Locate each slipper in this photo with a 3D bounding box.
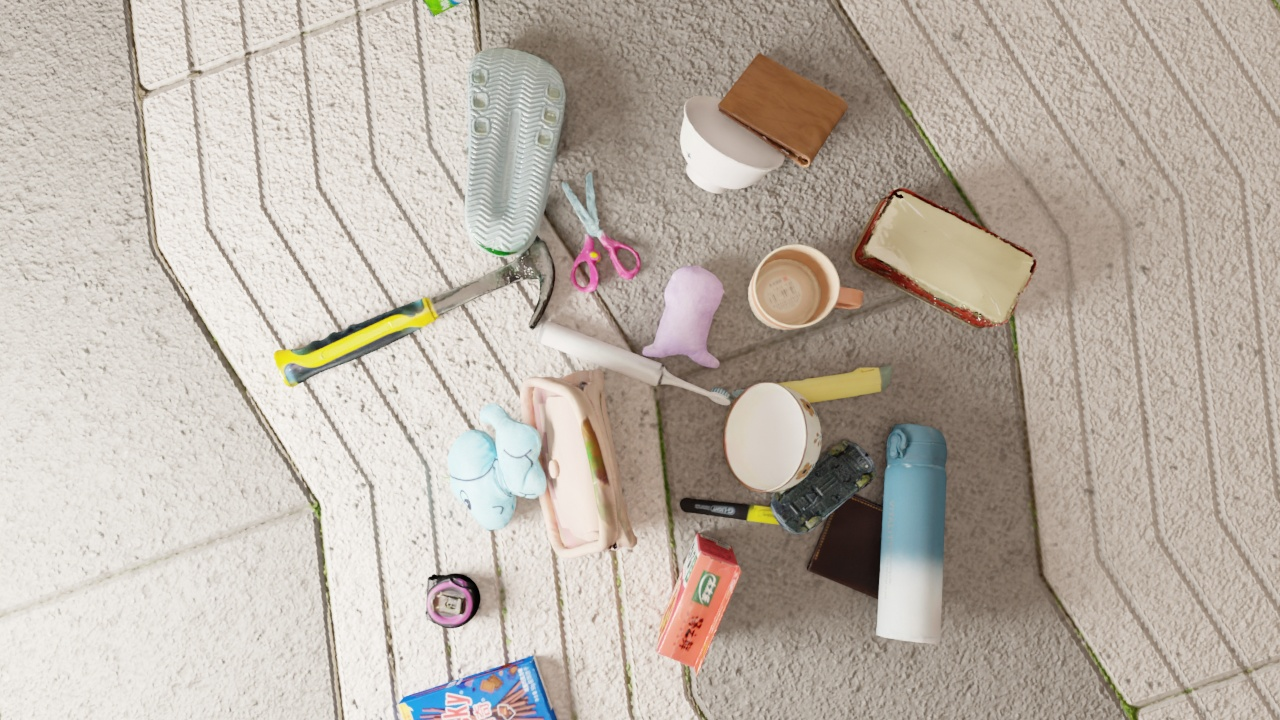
[{"bbox_3d":[-0.137,-0.220,0.974,0.104,0.074,0.245,5,73,-6],"label":"slipper"}]

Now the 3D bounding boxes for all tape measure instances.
[{"bbox_3d":[-0.204,0.261,0.995,0.058,0.039,0.057,5,90,2],"label":"tape measure"}]

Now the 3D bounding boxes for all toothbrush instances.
[{"bbox_3d":[-0.006,0.006,0.994,0.221,0.026,0.027,20,132,2],"label":"toothbrush"}]

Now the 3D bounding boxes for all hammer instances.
[{"bbox_3d":[-0.244,-0.047,1.001,0.323,0.032,0.126,-24,88,2],"label":"hammer"}]

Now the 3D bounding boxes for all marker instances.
[{"bbox_3d":[0.104,0.163,0.995,0.124,0.015,0.018,7,83,2],"label":"marker"}]

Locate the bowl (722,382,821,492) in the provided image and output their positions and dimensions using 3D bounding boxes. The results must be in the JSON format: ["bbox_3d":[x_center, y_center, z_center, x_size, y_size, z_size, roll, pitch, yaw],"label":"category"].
[{"bbox_3d":[0.147,0.081,0.961,0.062,0.114,0.113,6,90,-41],"label":"bowl"}]

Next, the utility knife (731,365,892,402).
[{"bbox_3d":[0.186,0.030,0.991,0.173,0.019,0.031,-8,85,1],"label":"utility knife"}]

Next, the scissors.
[{"bbox_3d":[-0.042,-0.143,1.003,0.096,0.017,0.137,-3,86,3],"label":"scissors"}]

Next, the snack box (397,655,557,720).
[{"bbox_3d":[-0.177,0.387,1.000,0.157,0.026,0.084,-19,90,2],"label":"snack box"}]

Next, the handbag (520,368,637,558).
[{"bbox_3d":[-0.049,0.103,0.891,0.093,0.234,0.193,-12,90,-12],"label":"handbag"}]

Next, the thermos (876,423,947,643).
[{"bbox_3d":[0.280,0.177,0.949,0.070,0.070,0.220,5,80,2],"label":"thermos"}]

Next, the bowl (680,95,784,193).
[{"bbox_3d":[0.085,-0.216,0.965,0.118,0.118,0.065,34,130,2],"label":"bowl"}]

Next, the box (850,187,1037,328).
[{"bbox_3d":[0.314,-0.104,0.955,0.168,0.079,0.091,28,90,3],"label":"box"}]

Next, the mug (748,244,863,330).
[{"bbox_3d":[0.169,-0.070,0.947,0.114,0.106,0.081,8,90,2],"label":"mug"}]

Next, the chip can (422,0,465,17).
[{"bbox_3d":[-0.134,-0.449,0.978,0.236,0.072,0.072,-25,89,3],"label":"chip can"}]

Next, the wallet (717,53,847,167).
[{"bbox_3d":[0.151,-0.267,0.970,0.115,0.020,0.101,33,61,4],"label":"wallet"}]

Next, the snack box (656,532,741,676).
[{"bbox_3d":[0.058,0.246,0.941,0.044,0.127,0.113,23,90,2],"label":"snack box"}]

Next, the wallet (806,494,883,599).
[{"bbox_3d":[0.253,0.205,0.988,0.122,0.020,0.096,22,86,3],"label":"wallet"}]

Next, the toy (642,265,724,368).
[{"bbox_3d":[0.054,-0.049,0.985,0.084,0.039,0.108,13,88,2],"label":"toy"}]

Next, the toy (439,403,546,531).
[{"bbox_3d":[-0.156,0.116,0.961,0.156,0.049,0.161,8,117,38],"label":"toy"}]

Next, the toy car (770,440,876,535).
[{"bbox_3d":[0.194,0.136,0.977,0.120,0.037,0.054,-37,70,-9],"label":"toy car"}]
